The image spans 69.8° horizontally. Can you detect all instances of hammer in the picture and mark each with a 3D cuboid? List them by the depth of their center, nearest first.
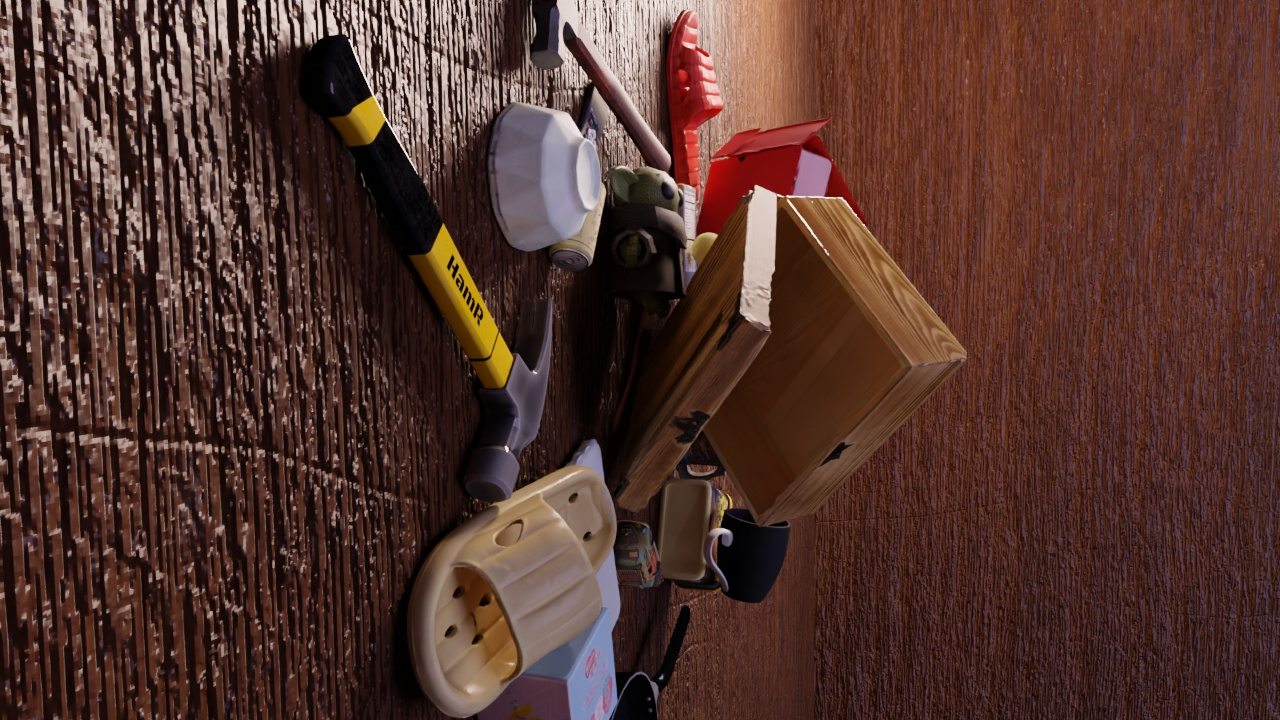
[{"bbox_3d":[-0.126,-0.060,0.596,0.325,0.034,0.169,70,25,-47],"label":"hammer"},{"bbox_3d":[-0.027,-0.258,0.880,0.300,0.028,0.111,39,50,-64],"label":"hammer"}]

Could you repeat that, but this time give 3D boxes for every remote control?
[{"bbox_3d":[-0.048,-0.217,0.876,0.046,0.009,0.124,68,28,-51],"label":"remote control"}]

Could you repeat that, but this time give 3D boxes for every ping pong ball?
[{"bbox_3d":[0.080,-0.129,1.073,0.040,0.040,0.040,1,89,-73],"label":"ping pong ball"}]

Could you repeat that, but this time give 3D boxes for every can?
[{"bbox_3d":[-0.055,-0.121,0.806,0.038,0.038,0.079,62,33,-58],"label":"can"},{"bbox_3d":[0.067,0.221,1.166,0.101,0.073,0.130,45,48,-63],"label":"can"}]

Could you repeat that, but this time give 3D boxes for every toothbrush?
[{"bbox_3d":[-0.006,0.006,1.016,0.015,0.016,0.184,81,20,-49],"label":"toothbrush"}]

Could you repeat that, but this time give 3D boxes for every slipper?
[{"bbox_3d":[-0.066,0.144,0.659,0.260,0.079,0.111,-37,107,-62],"label":"slipper"},{"bbox_3d":[0.075,-0.329,1.198,0.103,0.059,0.249,-34,124,-70],"label":"slipper"}]

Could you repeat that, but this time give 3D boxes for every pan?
[{"bbox_3d":[-0.006,0.382,0.975,0.354,0.044,0.204,-58,145,-60],"label":"pan"}]

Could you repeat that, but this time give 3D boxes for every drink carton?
[{"bbox_3d":[0.036,-0.145,1.089,0.076,0.048,0.125,-18,107,-72],"label":"drink carton"}]

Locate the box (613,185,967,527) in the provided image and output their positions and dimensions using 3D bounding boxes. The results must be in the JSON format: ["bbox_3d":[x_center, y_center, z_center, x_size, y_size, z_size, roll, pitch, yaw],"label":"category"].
[{"bbox_3d":[0.098,-0.008,0.937,0.269,0.263,0.280,62,-40,30],"label":"box"}]

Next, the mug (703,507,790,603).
[{"bbox_3d":[0.121,0.239,1.116,0.118,0.085,0.100,7,95,-38],"label":"mug"}]

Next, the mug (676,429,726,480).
[{"bbox_3d":[0.089,0.111,1.171,0.079,0.107,0.116,-61,147,-57],"label":"mug"}]

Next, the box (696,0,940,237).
[{"bbox_3d":[0.239,-0.323,1.185,0.138,0.215,0.467,34,82,-25],"label":"box"}]

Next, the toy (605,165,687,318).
[{"bbox_3d":[0.009,-0.123,0.950,0.179,0.078,0.152,6,84,-70],"label":"toy"}]

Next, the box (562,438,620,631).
[{"bbox_3d":[-0.055,0.198,0.829,0.189,0.038,0.209,-47,135,-63],"label":"box"}]

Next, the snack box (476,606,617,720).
[{"bbox_3d":[-0.071,0.247,0.696,0.092,0.079,0.095,-50,140,-64],"label":"snack box"}]

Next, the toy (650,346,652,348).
[{"bbox_3d":[0.027,0.039,1.096,0.103,0.071,0.090,61,40,-16],"label":"toy"}]

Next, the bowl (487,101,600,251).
[{"bbox_3d":[-0.069,-0.145,0.724,0.117,0.061,0.117,2,89,-72],"label":"bowl"}]

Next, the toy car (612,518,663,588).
[{"bbox_3d":[-0.008,0.212,0.958,0.047,0.047,0.112,-75,158,-45],"label":"toy car"}]
